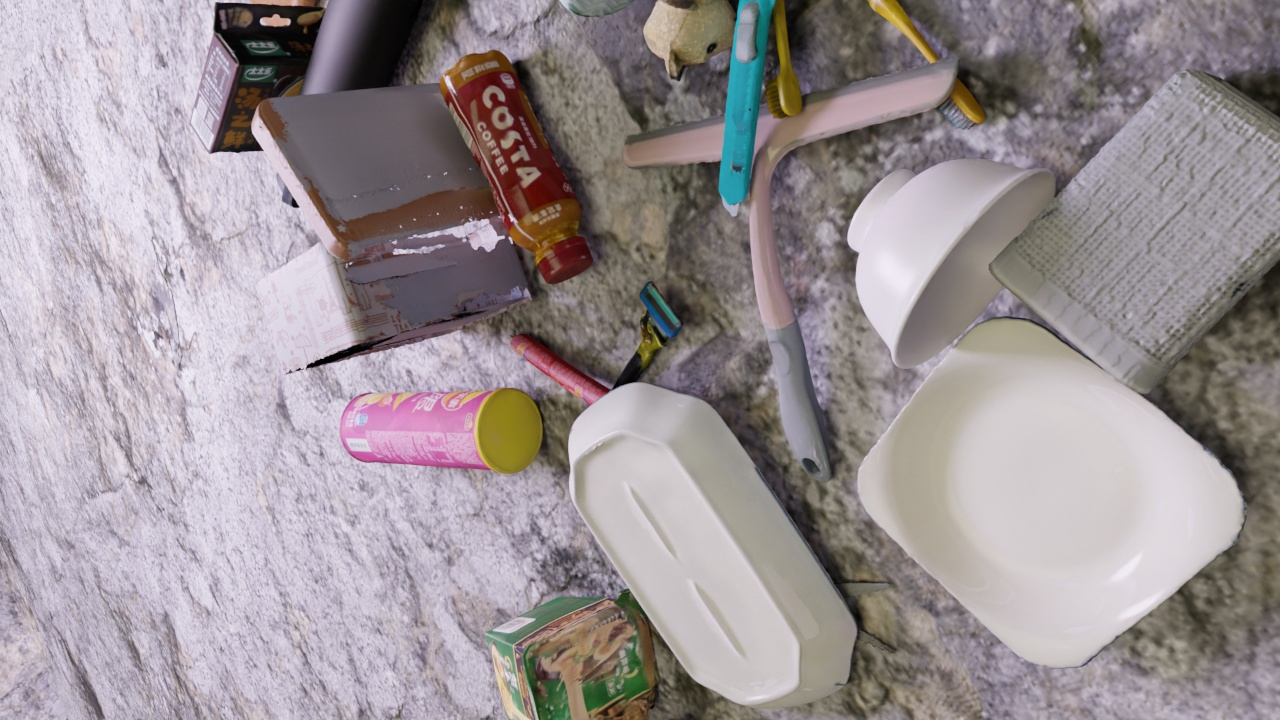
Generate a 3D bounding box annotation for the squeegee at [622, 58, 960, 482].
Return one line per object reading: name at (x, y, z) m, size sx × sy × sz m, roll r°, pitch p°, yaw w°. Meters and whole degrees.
squeegee at (0.090, -0.036, 0.577) m, size 0.248 × 0.040 × 0.250 m, roll -1°, pitch 106°, yaw 44°

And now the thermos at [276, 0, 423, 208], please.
thermos at (-0.255, -0.230, 0.784) m, size 0.068 × 0.089 × 0.243 m, roll 26°, pitch 129°, yaw -15°

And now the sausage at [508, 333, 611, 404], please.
sausage at (-0.059, 0.011, 0.721) m, size 0.156 × 0.020 × 0.020 m, roll 31°, pitch 122°, yaw 42°

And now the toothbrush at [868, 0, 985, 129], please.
toothbrush at (0.128, -0.203, 0.512) m, size 0.191 × 0.016 × 0.018 m, roll 56°, pitch 139°, yaw 12°

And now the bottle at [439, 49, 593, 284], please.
bottle at (-0.090, -0.142, 0.687) m, size 0.058 × 0.057 × 0.175 m, roll -30°, pitch 83°, yaw 42°

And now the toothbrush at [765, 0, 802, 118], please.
toothbrush at (0.072, -0.237, 0.536) m, size 0.017 × 0.015 × 0.190 m, roll -5°, pitch 94°, yaw 52°

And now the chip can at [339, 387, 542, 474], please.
chip can at (-0.184, 0.061, 0.824) m, size 0.211 × 0.071 × 0.071 m, roll -2°, pitch 102°, yaw 41°

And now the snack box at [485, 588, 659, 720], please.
snack box at (-0.066, 0.254, 0.763) m, size 0.106 × 0.118 × 0.117 m, roll 0°, pitch 104°, yaw 51°

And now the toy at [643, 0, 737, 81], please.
toy at (0.036, -0.244, 0.531) m, size 0.066 × 0.104 × 0.158 m, roll 12°, pitch 134°, yaw 1°

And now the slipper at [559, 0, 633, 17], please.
slipper at (-0.005, -0.324, 0.534) m, size 0.074 × 0.103 × 0.246 m, roll 45°, pitch 134°, yaw 24°

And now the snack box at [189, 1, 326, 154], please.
snack box at (-0.330, -0.250, 0.821) m, size 0.053 × 0.113 × 0.126 m, roll 53°, pitch 131°, yaw 14°

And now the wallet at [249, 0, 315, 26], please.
wallet at (-0.338, -0.360, 0.858) m, size 0.115 × 0.020 × 0.101 m, roll 52°, pitch 131°, yaw 19°

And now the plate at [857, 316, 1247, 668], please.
plate at (0.218, 0.070, 0.507) m, size 0.163 × 0.034 × 0.165 m, roll 45°, pitch 128°, yaw 21°

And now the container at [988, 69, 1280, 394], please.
container at (0.239, -0.061, 0.414) m, size 0.090 × 0.090 × 0.115 m, roll 46°, pitch 125°, yaw 20°

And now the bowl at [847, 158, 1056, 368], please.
bowl at (0.147, -0.061, 0.473) m, size 0.065 × 0.118 × 0.118 m, roll 42°, pitch 127°, yaw 27°

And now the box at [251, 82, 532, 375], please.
box at (-0.203, -0.110, 0.711) m, size 0.157 × 0.182 × 0.193 m, roll -18°, pitch 91°, yaw 42°

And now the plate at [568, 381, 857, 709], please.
plate at (0.038, 0.141, 0.651) m, size 0.162 × 0.034 × 0.265 m, roll -34°, pitch 89°, yaw 40°

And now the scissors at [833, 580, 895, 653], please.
scissors at (0.095, 0.168, 0.660) m, size 0.159 × 0.014 × 0.176 m, roll 49°, pitch 127°, yaw 15°

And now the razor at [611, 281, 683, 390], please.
razor at (-0.004, 0.004, 0.684) m, size 0.042 × 0.022 × 0.143 m, roll 55°, pitch 137°, yaw 25°

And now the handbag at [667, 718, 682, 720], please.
handbag at (0.025, 0.368, 0.759) m, size 0.179 × 0.063 × 0.164 m, roll 43°, pitch 128°, yaw 41°

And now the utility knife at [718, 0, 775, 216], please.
utility knife at (0.062, -0.163, 0.539) m, size 0.029 × 0.013 × 0.157 m, roll 26°, pitch 117°, yaw 49°
